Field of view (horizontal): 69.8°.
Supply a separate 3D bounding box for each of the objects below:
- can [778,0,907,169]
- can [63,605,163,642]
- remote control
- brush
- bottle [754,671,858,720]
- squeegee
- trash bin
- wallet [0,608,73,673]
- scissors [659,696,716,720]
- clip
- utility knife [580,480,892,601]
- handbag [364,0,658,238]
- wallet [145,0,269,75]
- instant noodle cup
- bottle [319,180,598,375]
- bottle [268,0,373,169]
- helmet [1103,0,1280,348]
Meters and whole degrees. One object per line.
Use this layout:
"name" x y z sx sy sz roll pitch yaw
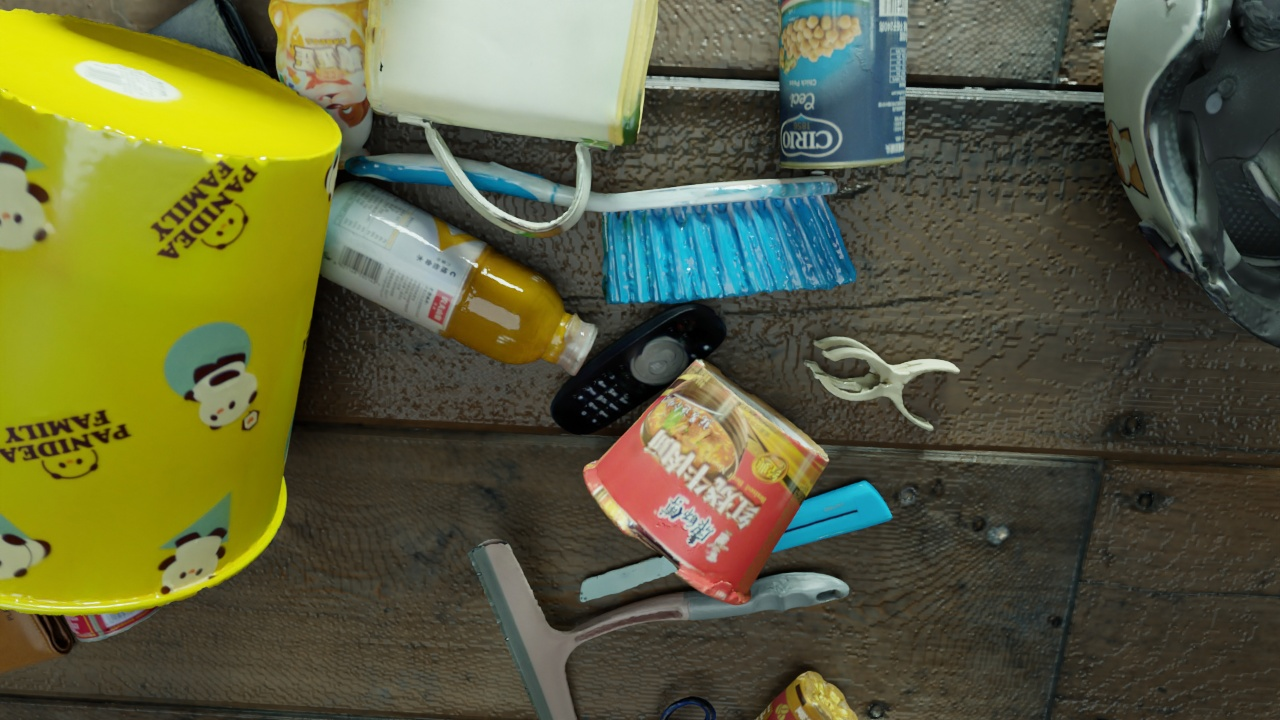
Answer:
"can" 0.120 -0.174 0.546 0.075 0.075 0.111 -3 106 3
"can" -0.393 0.146 0.665 0.066 0.066 0.094 -15 106 6
"remote control" -0.004 0.004 0.625 0.137 0.024 0.053 -35 128 17
"brush" -0.024 -0.087 0.583 0.314 0.060 0.109 -5 100 -1
"bottle" 0.088 0.316 0.704 0.057 0.057 0.175 39 104 -9
"squeegee" 0.029 0.188 0.678 0.249 0.040 0.248 -13 122 -1
"trash bin" -0.288 -0.033 0.508 0.229 0.229 0.256 22 113 -5
"wallet" -0.524 0.193 0.705 0.131 0.035 0.119 -17 111 6
"scissors" 0.011 0.321 0.704 0.162 0.012 0.164 13 94 29
"clip" 0.163 0.011 0.623 0.100 0.034 0.071 18 106 -8
"utility knife" 0.064 0.137 0.673 0.238 0.018 0.034 -19 106 9
"handbag" -0.078 -0.165 0.546 0.163 0.063 0.178 8 91 1
"wallet" -0.271 -0.157 0.584 0.097 0.019 0.121 -16 107 27
"instant noodle cup" 0.048 0.072 0.600 0.138 0.138 0.108 36 96 -8
"bottle" -0.118 -0.048 0.596 0.189 0.068 0.068 27 106 -6
"bottle" -0.190 -0.175 0.565 0.063 0.063 0.109 4 121 1
"helmet" 0.360 -0.150 0.504 0.230 0.156 0.274 -29 114 8
